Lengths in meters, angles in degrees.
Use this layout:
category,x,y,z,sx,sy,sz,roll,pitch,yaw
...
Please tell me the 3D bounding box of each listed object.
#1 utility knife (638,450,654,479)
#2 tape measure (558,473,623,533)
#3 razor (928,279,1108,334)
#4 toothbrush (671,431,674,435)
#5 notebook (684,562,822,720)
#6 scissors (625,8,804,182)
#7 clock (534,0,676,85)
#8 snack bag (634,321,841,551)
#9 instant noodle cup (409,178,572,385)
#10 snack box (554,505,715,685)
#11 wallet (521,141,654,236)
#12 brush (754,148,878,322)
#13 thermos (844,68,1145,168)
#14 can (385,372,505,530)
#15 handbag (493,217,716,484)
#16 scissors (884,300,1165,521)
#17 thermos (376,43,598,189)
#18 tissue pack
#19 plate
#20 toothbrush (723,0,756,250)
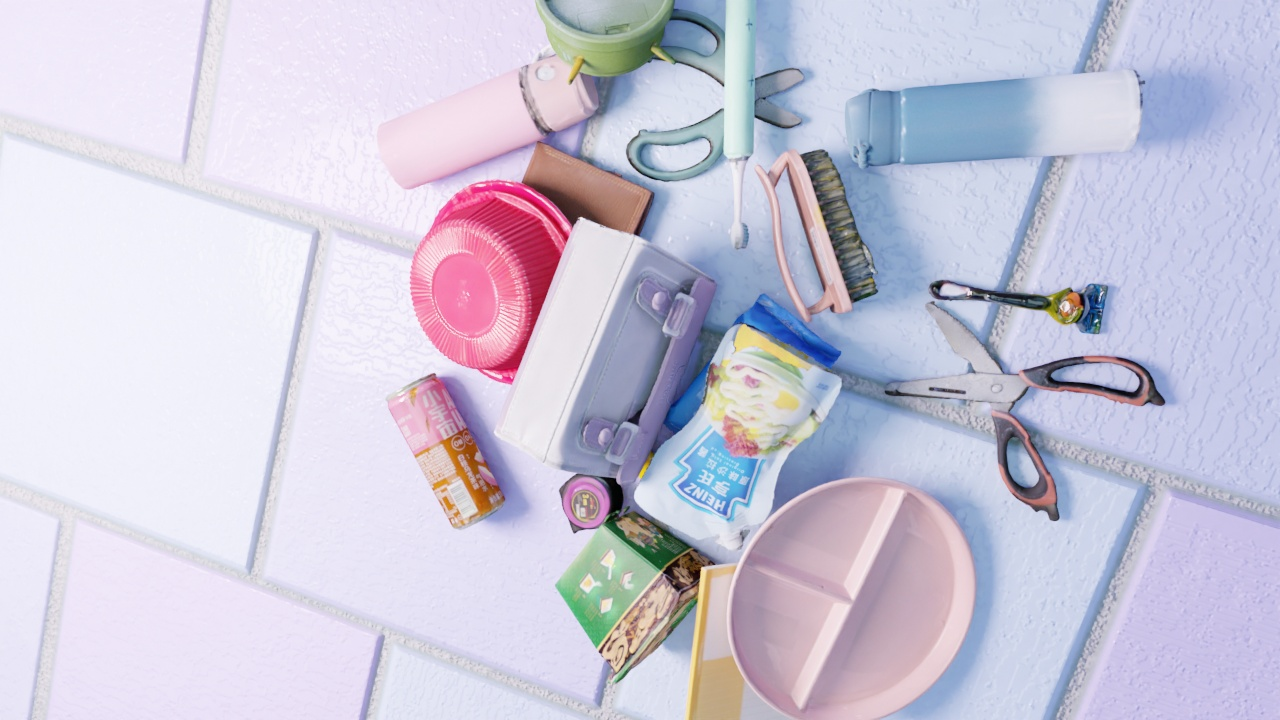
category,x,y,z,sx,sy,sz,roll,pitch,yaw
utility knife,0.003,0.098,0.871,0.033,0.015,0.154,-43,88,21
tape measure,-0.045,0.132,0.875,0.058,0.039,0.057,-23,84,21
razor,0.317,-0.052,0.775,0.143,0.022,0.043,9,98,12
toothbrush,-0.005,0.005,0.859,0.014,0.017,0.189,-32,92,8
notebook,0.106,0.277,0.831,0.145,0.010,0.206,1,101,-29
scissors,0.053,-0.246,0.808,0.173,0.019,0.178,-21,92,16
clock,-0.034,-0.311,0.773,0.116,0.056,0.161,-12,70,-7
snack bag,0.081,0.071,0.784,0.110,0.038,0.191,27,105,-4
instant noodle cup,-0.140,-0.063,0.827,0.194,0.065,0.194,10,110,29
snack box,-0.008,0.208,0.849,0.105,0.118,0.118,41,104,17
wallet,-0.059,-0.133,0.845,0.124,0.032,0.101,25,100,8
brush,0.147,-0.109,0.783,0.073,0.063,0.145,-19,93,4
thermos,0.278,-0.195,0.741,0.221,0.070,0.070,0,98,13
can,-0.189,0.088,0.891,0.058,0.057,0.147,-28,91,15
handbag,-0.020,-0.001,0.783,0.098,0.144,0.197,25,94,35
scissors,0.327,0.030,0.788,0.189,0.015,0.222,-34,90,15
thermos,-0.139,-0.226,0.834,0.199,0.067,0.087,-19,64,15
tissue pack,0.097,0.027,0.821,0.095,0.052,0.157,39,104,7
plate,0.183,0.209,0.803,0.229,0.028,0.229,-2,100,-10
toothbrush,0.085,-0.207,0.783,0.026,0.027,0.224,6,99,41
